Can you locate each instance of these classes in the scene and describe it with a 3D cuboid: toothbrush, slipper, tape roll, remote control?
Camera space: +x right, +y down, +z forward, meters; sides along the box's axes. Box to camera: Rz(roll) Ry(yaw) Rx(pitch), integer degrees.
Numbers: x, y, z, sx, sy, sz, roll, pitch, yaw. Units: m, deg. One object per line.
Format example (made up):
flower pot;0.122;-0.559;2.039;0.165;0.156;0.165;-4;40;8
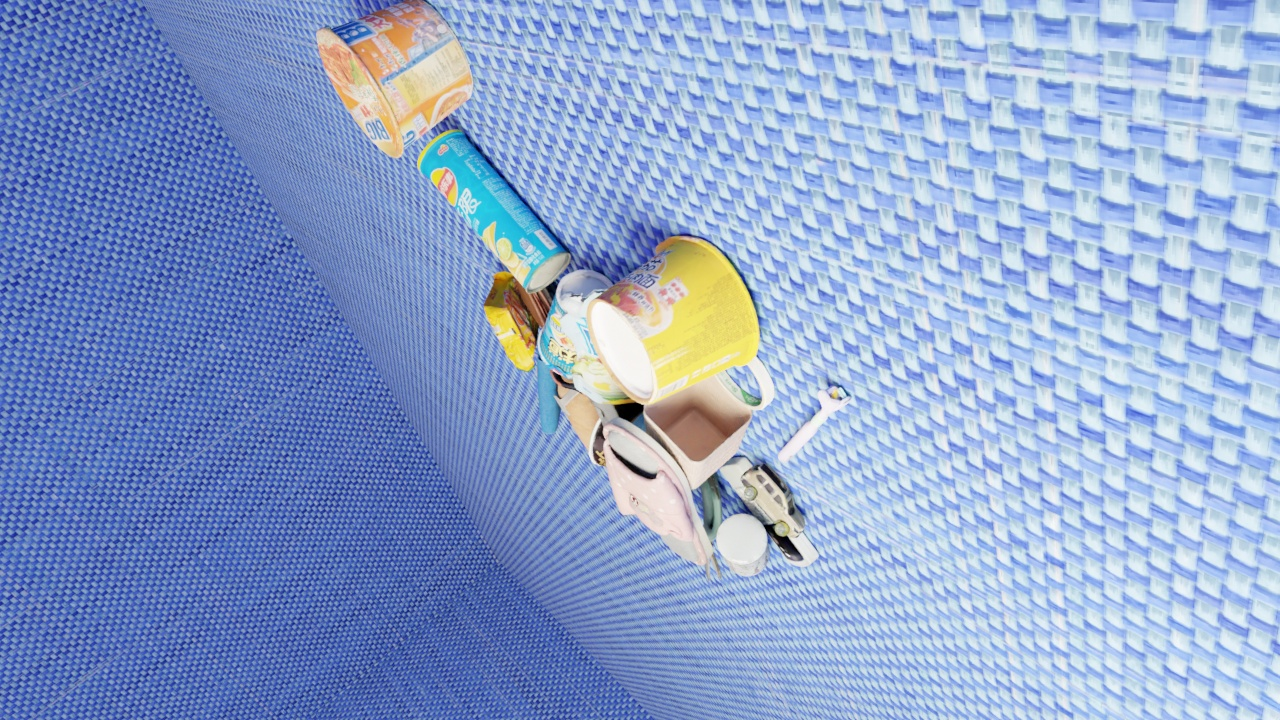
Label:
toothbrush;0.158;0.065;0.871;0.029;0.021;0.189;17;157;1
slipper;0.015;0.162;1.043;0.114;0.054;0.275;28;155;36
tape roll;0.098;0.012;0.916;0.086;0.013;0.086;44;158;22
remote control;0.149;0.178;1.072;0.150;0.021;0.058;53;160;-1

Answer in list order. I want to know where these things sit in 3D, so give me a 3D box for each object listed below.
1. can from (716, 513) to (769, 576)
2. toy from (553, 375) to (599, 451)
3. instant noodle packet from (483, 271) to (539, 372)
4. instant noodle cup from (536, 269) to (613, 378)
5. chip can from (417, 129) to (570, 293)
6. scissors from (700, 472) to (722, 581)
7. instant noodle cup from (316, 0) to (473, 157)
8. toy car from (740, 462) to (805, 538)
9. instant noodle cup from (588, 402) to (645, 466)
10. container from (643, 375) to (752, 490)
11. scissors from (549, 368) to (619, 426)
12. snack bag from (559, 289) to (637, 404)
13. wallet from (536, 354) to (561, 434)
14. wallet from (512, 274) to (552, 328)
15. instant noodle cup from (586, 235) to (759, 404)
can;0.125;0.224;1.104;0.058;0.058;0.147;45;173;20
toy;-0.053;0.095;1.288;0.143;0.082;0.226;51;166;40
instant noodle packet;-0.176;-0.057;1.276;0.128;0.044;0.111;-93;-23;-61
instant noodle cup;-0.068;-0.046;1.076;0.099;0.099;0.110;46;151;17
chip can;-0.177;-0.180;1.107;0.210;0.071;0.071;49;160;9
scissors;0.080;0.196;1.200;0.170;0.019;0.180;-113;23;-44
instant noodle cup;-0.263;-0.316;1.005;0.151;0.111;0.152;44;158;22
toy car;0.148;0.154;1.005;0.035;0.042;0.090;-42;83;26
instant noodle cup;0.016;0.111;1.140;0.120;0.111;0.111;30;151;31
container;0.059;0.077;1.005;0.090;0.090;0.111;45;162;19
scissors;-0.067;0.039;1.140;0.193;0.206;0.015;-8;159;43
snack bag;-0.029;-0.017;1.022;0.110;0.038;0.191;5;145;7
wallet;-0.127;0.021;1.290;0.106;0.040;0.133;-88;0;-52
wallet;-0.144;-0.100;1.200;0.124;0.032;0.101;52;168;50
instant noodle cup;0.024;-0.031;0.844;0.138;0.109;0.138;46;154;30
